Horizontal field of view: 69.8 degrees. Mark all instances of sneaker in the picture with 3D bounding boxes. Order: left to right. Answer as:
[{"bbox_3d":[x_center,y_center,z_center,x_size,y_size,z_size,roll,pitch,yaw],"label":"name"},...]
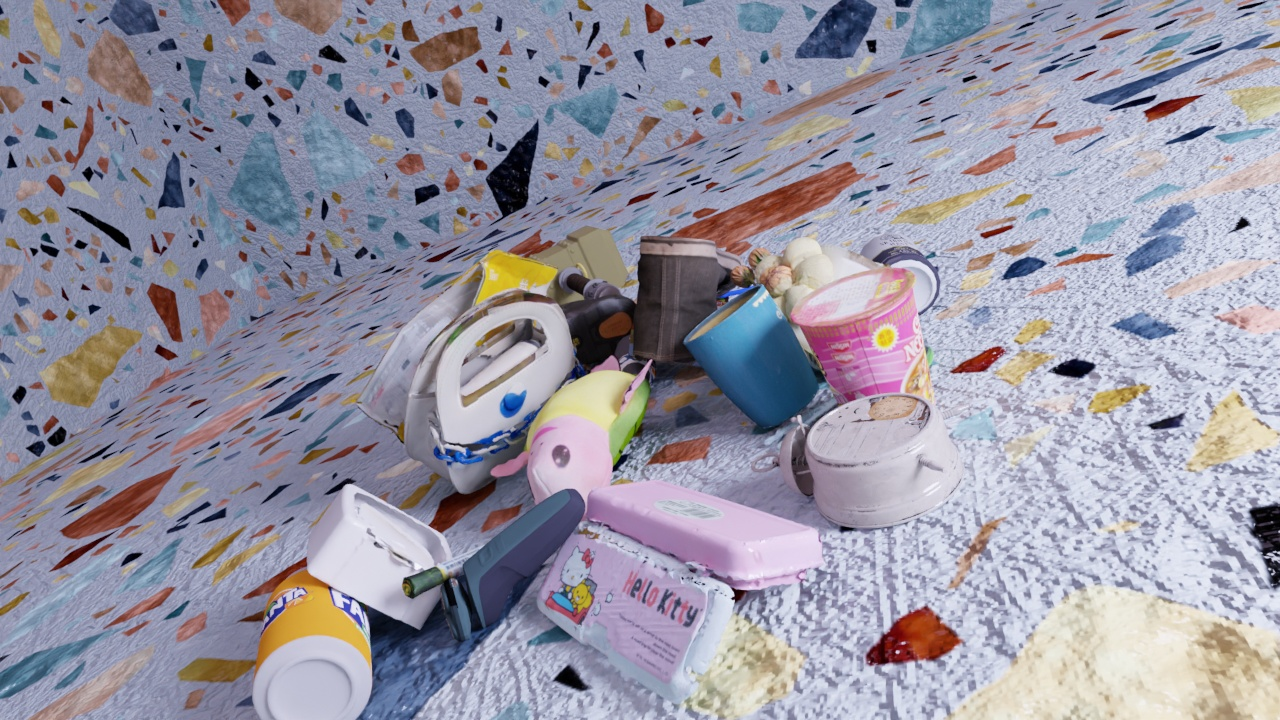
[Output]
[{"bbox_3d":[-0.123,-0.019,1.158,0.237,0.101,0.143,-28,17,-14],"label":"sneaker"},{"bbox_3d":[0.050,-0.056,0.933,0.095,0.120,0.234,5,3,9],"label":"sneaker"}]

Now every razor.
[{"bbox_3d":[-0.095,0.148,0.681,0.143,0.052,0.047,-42,40,7],"label":"razor"}]

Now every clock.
[{"bbox_3d":[0.146,0.064,0.645,0.157,0.061,0.103,-8,24,36],"label":"clock"}]

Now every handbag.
[{"bbox_3d":[-0.141,0.025,0.917,0.093,0.200,0.200,33,53,23],"label":"handbag"},{"bbox_3d":[0.153,-0.061,0.885,0.112,0.123,0.171,-59,18,2],"label":"handbag"}]

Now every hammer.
[{"bbox_3d":[-0.090,-0.113,1.375,0.190,0.101,0.325,-28,18,-10],"label":"hammer"}]

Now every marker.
[{"bbox_3d":[-0.128,0.157,0.733,0.017,0.017,0.146,-9,4,39],"label":"marker"}]

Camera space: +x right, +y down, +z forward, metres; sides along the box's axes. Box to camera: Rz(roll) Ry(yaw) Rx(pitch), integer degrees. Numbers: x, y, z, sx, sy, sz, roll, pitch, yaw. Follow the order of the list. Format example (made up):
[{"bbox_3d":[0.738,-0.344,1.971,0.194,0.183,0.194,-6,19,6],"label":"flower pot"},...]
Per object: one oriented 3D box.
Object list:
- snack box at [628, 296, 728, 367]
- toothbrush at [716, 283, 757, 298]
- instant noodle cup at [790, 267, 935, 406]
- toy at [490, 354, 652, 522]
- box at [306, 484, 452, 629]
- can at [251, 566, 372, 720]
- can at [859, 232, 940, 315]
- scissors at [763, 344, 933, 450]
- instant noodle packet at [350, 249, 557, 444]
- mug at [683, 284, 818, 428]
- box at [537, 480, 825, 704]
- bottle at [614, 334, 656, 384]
[{"bbox_3d":[0.048,-0.046,1.051,0.101,0.032,0.185,8,23,3],"label":"snack box"},{"bbox_3d":[0.166,-0.096,1.082,0.182,0.018,0.016,-11,24,-3],"label":"toothbrush"},{"bbox_3d":[0.180,-0.003,0.712,0.098,0.108,0.097,-22,19,7],"label":"instant noodle cup"},{"bbox_3d":[-0.053,0.064,0.851,0.190,0.088,0.237,-32,16,14],"label":"toy"},{"bbox_3d":[-0.205,0.149,0.744,0.076,0.107,0.102,-58,20,-1],"label":"box"},{"bbox_3d":[-0.245,0.214,0.692,0.079,0.079,0.142,-28,18,-11],"label":"can"},{"bbox_3d":[0.258,-0.090,0.929,0.064,0.064,0.127,-20,18,12],"label":"can"},{"bbox_3d":[0.177,0.030,0.780,0.175,0.033,0.078,-37,23,-21],"label":"scissors"},{"bbox_3d":[-0.180,-0.018,0.983,0.222,0.084,0.162,-53,-18,11],"label":"instant noodle packet"},{"bbox_3d":[0.099,0.000,0.809,0.084,0.104,0.112,-38,6,-6],"label":"mug"},{"bbox_3d":[0.012,0.132,0.617,0.149,0.073,0.202,-33,19,-25],"label":"box"},{"bbox_3d":[-0.006,0.006,1.023,0.047,0.047,0.112,-22,19,6],"label":"bottle"}]
